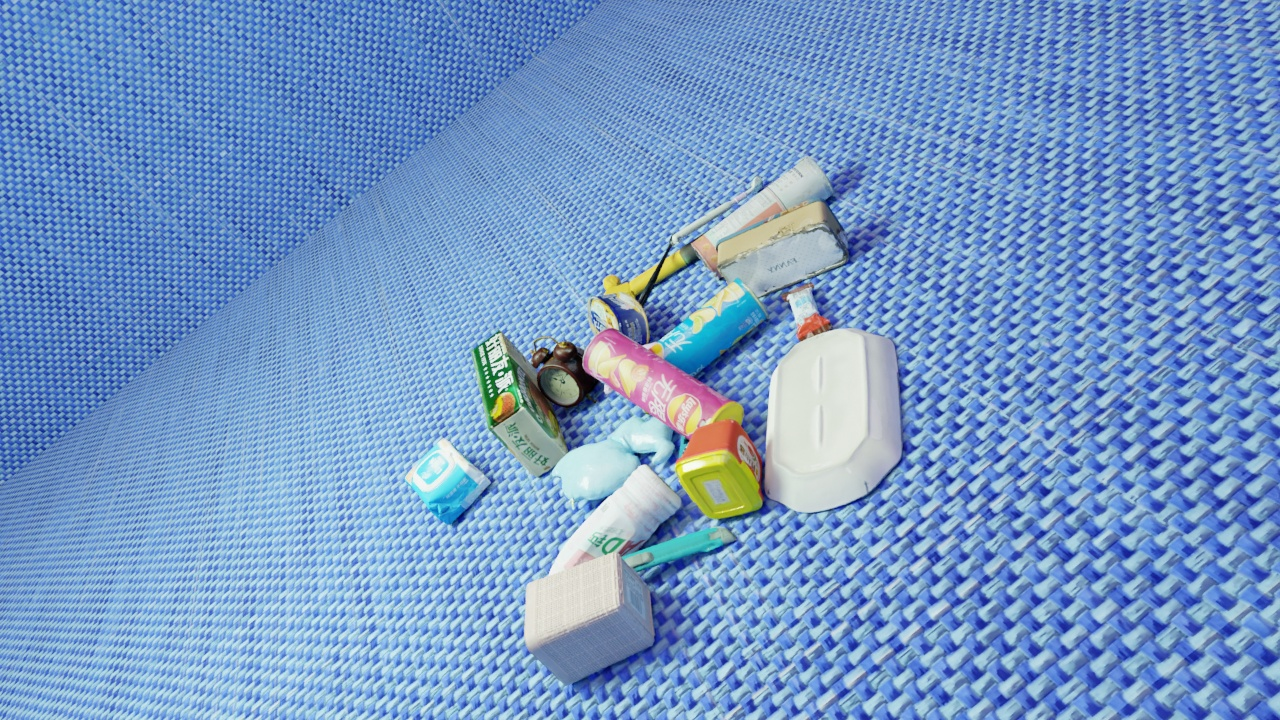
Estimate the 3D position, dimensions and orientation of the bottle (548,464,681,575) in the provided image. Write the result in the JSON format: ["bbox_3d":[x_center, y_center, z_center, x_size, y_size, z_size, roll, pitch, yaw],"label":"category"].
[{"bbox_3d":[-0.042,0.209,1.058,0.197,0.068,0.068,-45,32,-3],"label":"bottle"}]

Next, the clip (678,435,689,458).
[{"bbox_3d":[0.059,0.110,1.129,0.043,0.014,0.056,-24,34,22],"label":"clip"}]

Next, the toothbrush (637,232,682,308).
[{"bbox_3d":[0.028,-0.136,1.410,0.018,0.016,0.180,0,47,34],"label":"toothbrush"}]

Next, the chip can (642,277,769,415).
[{"bbox_3d":[0.069,-0.019,1.228,0.210,0.071,0.071,-39,31,0],"label":"chip can"}]

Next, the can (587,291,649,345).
[{"bbox_3d":[-0.035,-0.058,1.363,0.049,0.075,0.148,-11,20,-18],"label":"can"}]

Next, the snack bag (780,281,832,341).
[{"bbox_3d":[0.213,-0.064,1.181,0.048,0.026,0.104,-25,33,10],"label":"snack bag"}]

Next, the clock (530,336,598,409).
[{"bbox_3d":[-0.112,0.013,1.329,0.082,0.122,0.055,-13,27,36],"label":"clock"}]

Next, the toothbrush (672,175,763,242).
[{"bbox_3d":[0.123,-0.238,1.456,0.189,0.029,0.020,-36,53,-21],"label":"toothbrush"}]

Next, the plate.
[{"bbox_3d":[0.207,0.052,1.029,0.162,0.034,0.265,-20,36,28],"label":"plate"}]

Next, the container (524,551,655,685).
[{"bbox_3d":[-0.051,0.269,0.970,0.111,0.090,0.089,-26,33,14],"label":"container"}]

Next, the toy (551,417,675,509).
[{"bbox_3d":[-0.036,0.128,1.170,0.162,0.050,0.155,1,41,36],"label":"toy"}]

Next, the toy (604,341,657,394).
[{"bbox_3d":[-0.008,0.008,1.300,0.108,0.039,0.083,-28,17,7],"label":"toy"}]

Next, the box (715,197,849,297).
[{"bbox_3d":[0.186,-0.146,1.254,0.185,0.090,0.061,-18,43,28],"label":"box"}]

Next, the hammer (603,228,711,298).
[{"bbox_3d":[0.070,-0.164,1.449,0.301,0.033,0.128,-31,33,12],"label":"hammer"}]

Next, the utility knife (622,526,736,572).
[{"bbox_3d":[0.001,0.220,1.007,0.216,0.013,0.029,-20,42,7],"label":"utility knife"}]

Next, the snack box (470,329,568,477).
[{"bbox_3d":[-0.179,0.058,1.344,0.063,0.114,0.240,-35,32,4],"label":"snack box"}]

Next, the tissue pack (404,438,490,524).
[{"bbox_3d":[-0.288,0.176,1.353,0.090,0.063,0.140,-46,32,-11],"label":"tissue pack"}]

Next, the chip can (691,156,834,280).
[{"bbox_3d":[0.179,-0.209,1.357,0.215,0.071,0.071,-36,31,4],"label":"chip can"}]

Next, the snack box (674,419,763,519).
[{"bbox_3d":[0.090,0.119,1.016,0.082,0.091,0.079,-19,30,28],"label":"snack box"}]

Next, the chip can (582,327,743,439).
[{"bbox_3d":[0.024,0.035,1.131,0.211,0.071,0.071,32,72,33],"label":"chip can"}]
